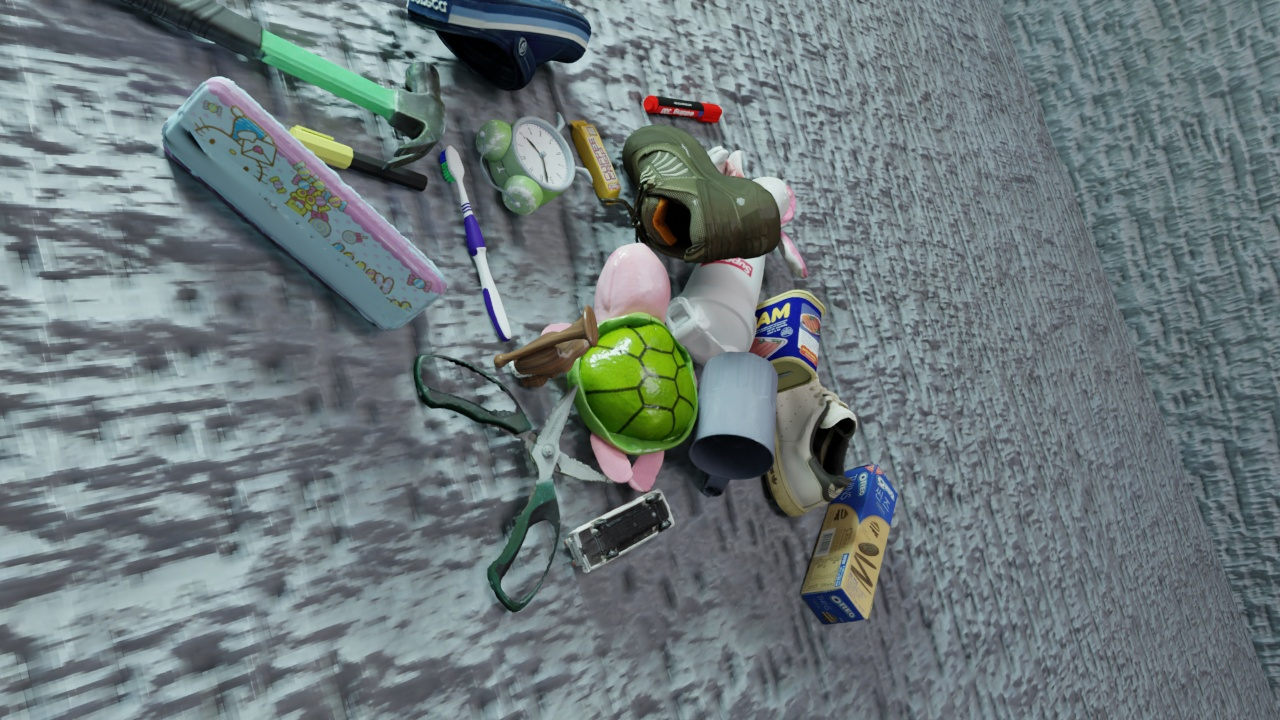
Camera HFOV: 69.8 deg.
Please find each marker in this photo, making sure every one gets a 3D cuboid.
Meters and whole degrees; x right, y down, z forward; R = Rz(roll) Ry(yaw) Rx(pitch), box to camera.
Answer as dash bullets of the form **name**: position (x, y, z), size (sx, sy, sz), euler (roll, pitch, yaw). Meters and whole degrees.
- **marker**: position (0.054, -0.315, 1.151), size (0.144, 0.021, 0.023), euler (-12, 111, -50)
- **marker**: position (-0.232, -0.165, 0.760), size (0.123, 0.018, 0.021), euler (12, 63, -46)

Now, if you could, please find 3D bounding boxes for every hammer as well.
- **hammer**: position (-0.294, -0.244, 0.710), size (0.318, 0.032, 0.130), euler (20, 47, -39)

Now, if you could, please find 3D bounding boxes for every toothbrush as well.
- **toothbrush**: position (-0.148, -0.105, 0.825), size (0.015, 0.016, 0.186), euler (-11, 83, -50)

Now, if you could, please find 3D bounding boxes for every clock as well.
- **clock**: position (-0.110, -0.190, 0.889), size (0.119, 0.043, 0.094), euler (-28, 92, -51)

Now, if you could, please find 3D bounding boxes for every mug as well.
- **mug**: position (0.092, 0.066, 0.938), size (0.084, 0.124, 0.103), euler (12, 53, -3)

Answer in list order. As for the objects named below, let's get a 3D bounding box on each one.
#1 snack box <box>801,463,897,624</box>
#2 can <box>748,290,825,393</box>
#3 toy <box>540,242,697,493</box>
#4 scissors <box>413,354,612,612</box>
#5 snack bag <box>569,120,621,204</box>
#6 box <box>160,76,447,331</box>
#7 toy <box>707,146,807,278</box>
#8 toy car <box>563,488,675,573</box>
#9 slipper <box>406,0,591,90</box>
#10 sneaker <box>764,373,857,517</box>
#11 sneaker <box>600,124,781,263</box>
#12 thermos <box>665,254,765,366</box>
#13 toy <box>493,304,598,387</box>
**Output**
- **snack box**: position (0.251, 0.211, 1.081), size (0.056, 0.057, 0.206), euler (52, 41, -18)
- **can**: position (0.148, -0.014, 1.034), size (0.056, 0.117, 0.092), euler (35, 51, -32)
- **toy**: position (-0.005, 0.005, 0.875), size (0.190, 0.088, 0.237), euler (15, 66, -31)
- **scissors**: position (-0.115, 0.086, 0.751), size (0.201, 0.015, 0.201), euler (32, 58, -19)
- **snack bag**: position (-0.048, -0.215, 0.988), size (0.026, 0.020, 0.099), euler (-21, 87, -49)
- **box**: position (-0.234, -0.120, 0.675), size (0.214, 0.093, 0.089), euler (44, 45, -25)
- **toy**: position (0.139, -0.198, 1.137), size (0.194, 0.084, 0.158), euler (32, 42, -34)
- **toy car**: position (-0.019, 0.152, 0.821), size (0.112, 0.039, 0.039), euler (-19, 86, -45)
- **slipper**: position (-0.140, -0.312, 0.883), size (0.252, 0.105, 0.095), euler (-27, 134, -64)
- **sneaker**: position (0.196, 0.055, 1.062), size (0.088, 0.103, 0.241), euler (24, 54, -39)
- **sneaker**: position (0.020, -0.155, 0.945), size (0.142, 0.238, 0.101), euler (-24, 132, -21)
- **thermos**: position (0.090, -0.081, 1.027), size (0.099, 0.100, 0.219), euler (47, 38, -22)
- **toy**: position (-0.075, -0.008, 0.801), size (0.055, 0.102, 0.041), euler (37, 39, -54)
